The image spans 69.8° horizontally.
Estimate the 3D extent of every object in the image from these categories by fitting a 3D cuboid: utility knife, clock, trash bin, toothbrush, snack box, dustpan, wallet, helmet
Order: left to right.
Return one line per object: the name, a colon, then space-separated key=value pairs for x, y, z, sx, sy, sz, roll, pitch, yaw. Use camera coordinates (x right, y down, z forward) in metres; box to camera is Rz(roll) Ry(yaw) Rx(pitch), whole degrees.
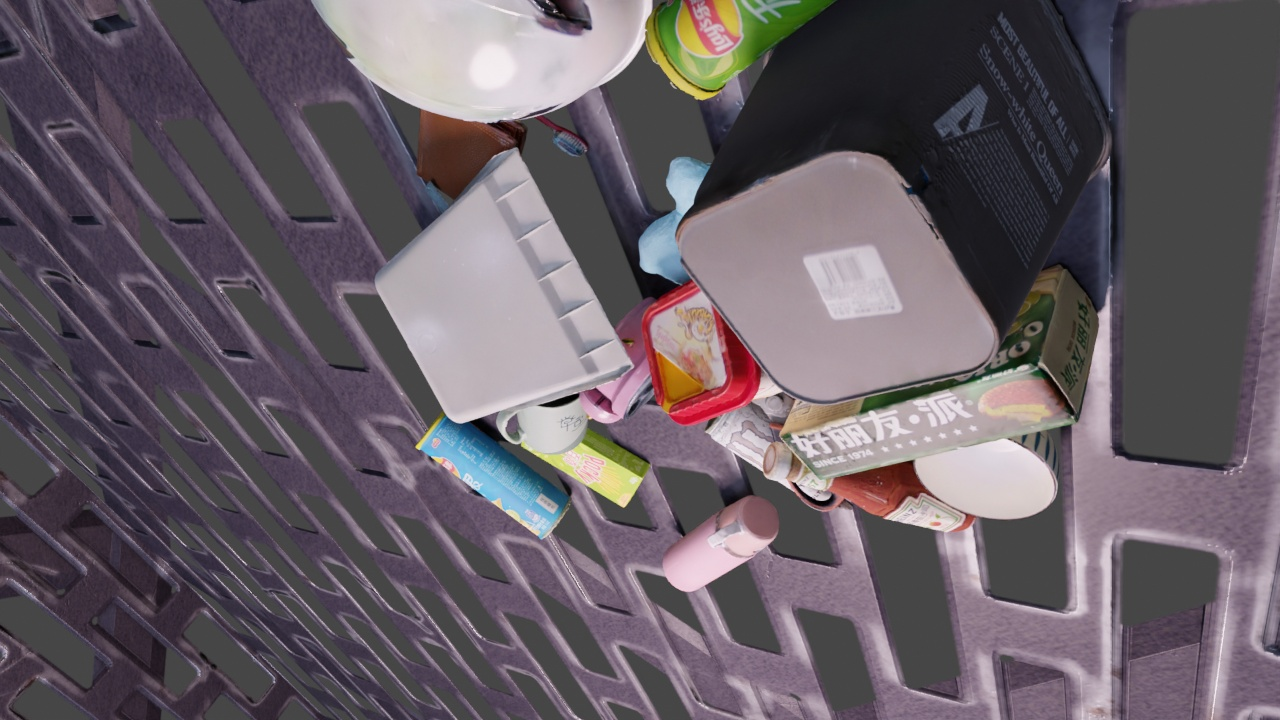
helmet: x=-0.134 y=-0.267 z=0.654 sx=0.258 sy=0.145 sz=0.230 roll=33 pitch=143 yaw=-1
wallet: x=-0.162 y=-0.192 z=0.855 sx=0.101 sy=0.032 sz=0.125 roll=33 pitch=143 yaw=5
utility knife: x=-0.159 y=-0.102 z=0.952 sx=0.033 sy=0.015 sz=0.218 roll=4 pitch=140 yaw=38
toothbrush: x=-0.126 y=-0.232 z=0.792 sx=0.187 sy=0.017 sz=0.016 roll=34 pitch=142 yaw=-3
dustpan: x=-0.139 y=-0.054 z=0.905 sx=0.258 sy=0.142 sz=0.222 roll=-26 pitch=95 yaw=24
snack box: x=-0.070 y=0.117 z=1.138 sx=0.156 sy=0.026 sz=0.086 roll=30 pitch=144 yaw=2
clock: x=-0.005 y=0.005 z=0.895 sx=0.060 sy=0.117 sz=0.159 roll=39 pitch=142 yaw=9
trash bin: x=0.152 y=-0.108 z=0.567 sx=0.199 sy=0.219 sz=0.199 roll=-18 pitch=119 yaw=46
snack box: x=0.231 y=0.016 z=0.734 sx=0.063 sy=0.114 sz=0.241 roll=47 pitch=140 yaw=-17

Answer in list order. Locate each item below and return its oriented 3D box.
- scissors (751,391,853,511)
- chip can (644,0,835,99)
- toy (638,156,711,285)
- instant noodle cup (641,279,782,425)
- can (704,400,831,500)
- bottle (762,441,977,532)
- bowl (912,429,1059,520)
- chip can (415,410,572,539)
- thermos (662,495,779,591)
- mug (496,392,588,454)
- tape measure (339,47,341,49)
scissors: x=0.148 y=0.048 z=0.877 sx=0.213 sy=0.015 sz=0.197 roll=3 pitch=103 yaw=7
chip can: x=0.099 y=-0.246 z=0.558 sx=0.072 sy=0.072 sz=0.222 roll=46 pitch=137 yaw=-17
toy: x=0.060 y=-0.108 z=0.772 sx=0.162 sy=0.049 sz=0.156 roll=0 pitch=137 yaw=29
instant noodle cup: x=0.083 y=-0.010 z=0.789 sx=0.117 sy=0.124 sz=0.116 roll=-26 pitch=71 yaw=49
can: x=0.140 y=0.089 z=0.927 sx=0.147 sy=0.058 sz=0.058 roll=33 pitch=143 yaw=-1
bottle: x=0.212 y=0.112 z=0.842 sx=0.206 sy=0.059 sz=0.060 roll=13 pitch=146 yaw=-14
bowl: x=0.301 y=0.076 z=0.791 sx=0.116 sy=0.066 sz=0.117 roll=20 pitch=142 yaw=16
chip can: x=-0.195 y=0.150 z=1.227 sx=0.210 sy=0.071 sz=0.071 roll=38 pitch=143 yaw=-8
thermos: x=0.088 y=0.223 z=1.095 sx=0.067 sy=0.087 sz=0.199 roll=63 pitch=148 yaw=15
mug: x=-0.110 y=0.056 z=1.029 sx=0.082 sy=0.111 sz=0.107 roll=48 pitch=153 yaw=27
tape measure: x=-0.246 y=-0.289 z=0.809 sx=0.058 sy=0.025 sz=0.055 roll=29 pitch=145 yaw=11
